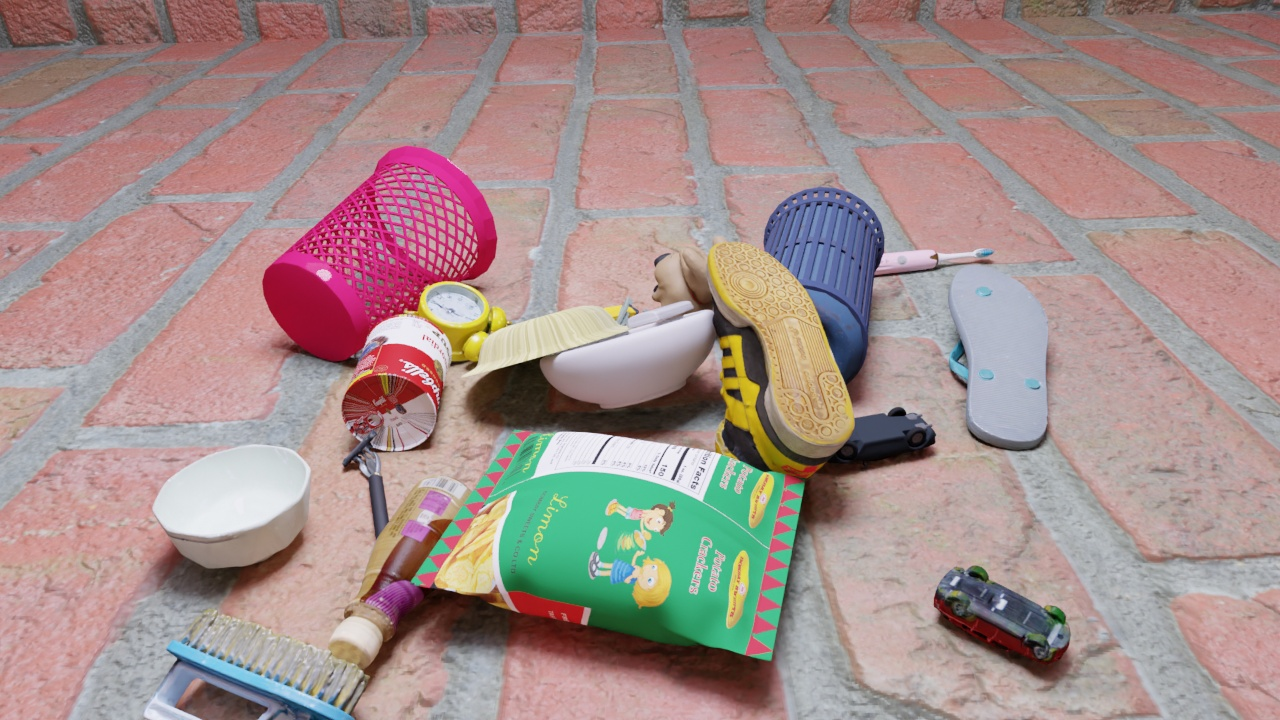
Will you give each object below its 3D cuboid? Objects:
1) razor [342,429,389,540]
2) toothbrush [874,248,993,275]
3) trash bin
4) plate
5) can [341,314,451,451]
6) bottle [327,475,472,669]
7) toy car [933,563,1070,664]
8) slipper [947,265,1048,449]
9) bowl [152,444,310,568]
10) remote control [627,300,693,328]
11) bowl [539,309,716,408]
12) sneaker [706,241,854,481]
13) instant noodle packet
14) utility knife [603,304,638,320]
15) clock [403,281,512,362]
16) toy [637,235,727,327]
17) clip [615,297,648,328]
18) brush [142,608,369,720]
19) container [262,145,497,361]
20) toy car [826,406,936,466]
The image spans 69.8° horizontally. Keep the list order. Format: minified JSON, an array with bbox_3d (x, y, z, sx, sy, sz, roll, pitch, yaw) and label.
[{"bbox_3d":[-0.229,0.117,0.792,0.043,0.022,0.144,-46,39,9],"label":"razor"},{"bbox_3d":[0.344,-0.127,1.167,0.222,0.027,0.026,-7,2,-8],"label":"toothbrush"},{"bbox_3d":[0.183,-0.074,0.980,0.139,0.139,0.248,7,33,14],"label":"trash bin"},{"bbox_3d":[-0.095,-0.026,0.923,0.184,0.036,0.184,-16,3,1],"label":"plate"},{"bbox_3d":[-0.234,0.019,0.889,0.086,0.087,0.116,-3,31,-2],"label":"can"},{"bbox_3d":[-0.176,0.155,0.682,0.060,0.060,0.165,6,32,13],"label":"bottle"},{"bbox_3d":[0.252,0.179,0.642,0.091,0.036,0.042,20,37,34],"label":"toy car"},{"bbox_3d":[0.369,0.000,0.941,0.098,0.055,0.268,6,42,8],"label":"slipper"},{"bbox_3d":[-0.321,0.125,0.740,0.117,0.061,0.117,-1,31,1],"label":"bowl"},{"bbox_3d":[0.021,-0.047,0.924,0.033,0.012,0.130,-14,3,20],"label":"remote control"},{"bbox_3d":[-0.005,0.005,0.893,0.176,0.066,0.176,-16,3,1],"label":"bowl"},{"bbox_3d":[0.106,0.011,0.824,0.086,0.122,0.238,-1,50,-20],"label":"sneaker"},{"bbox_3d":[-0.013,0.126,0.692,0.253,0.090,0.195,8,32,13],"label":"instant noodle packet"},{"bbox_3d":[-0.080,-0.045,1.037,0.190,0.018,0.030,-10,22,-39],"label":"utility knife"},{"bbox_3d":[-0.195,-0.038,1.006,0.119,0.057,0.083,24,40,1],"label":"clock"},{"bbox_3d":[0.060,-0.081,1.017,0.133,0.108,0.105,-27,83,-36],"label":"toy"},{"bbox_3d":[-0.022,-0.046,1.039,0.050,0.023,0.078,41,39,13],"label":"clip"},{"bbox_3d":[-0.244,0.217,0.590,0.136,0.055,0.075,11,55,20],"label":"brush"},{"bbox_3d":[-0.304,-0.114,1.053,0.183,0.183,0.225,13,41,23],"label":"container"},{"bbox_3d":[0.211,0.071,0.830,0.112,0.034,0.046,-9,32,-14],"label":"toy car"}]
